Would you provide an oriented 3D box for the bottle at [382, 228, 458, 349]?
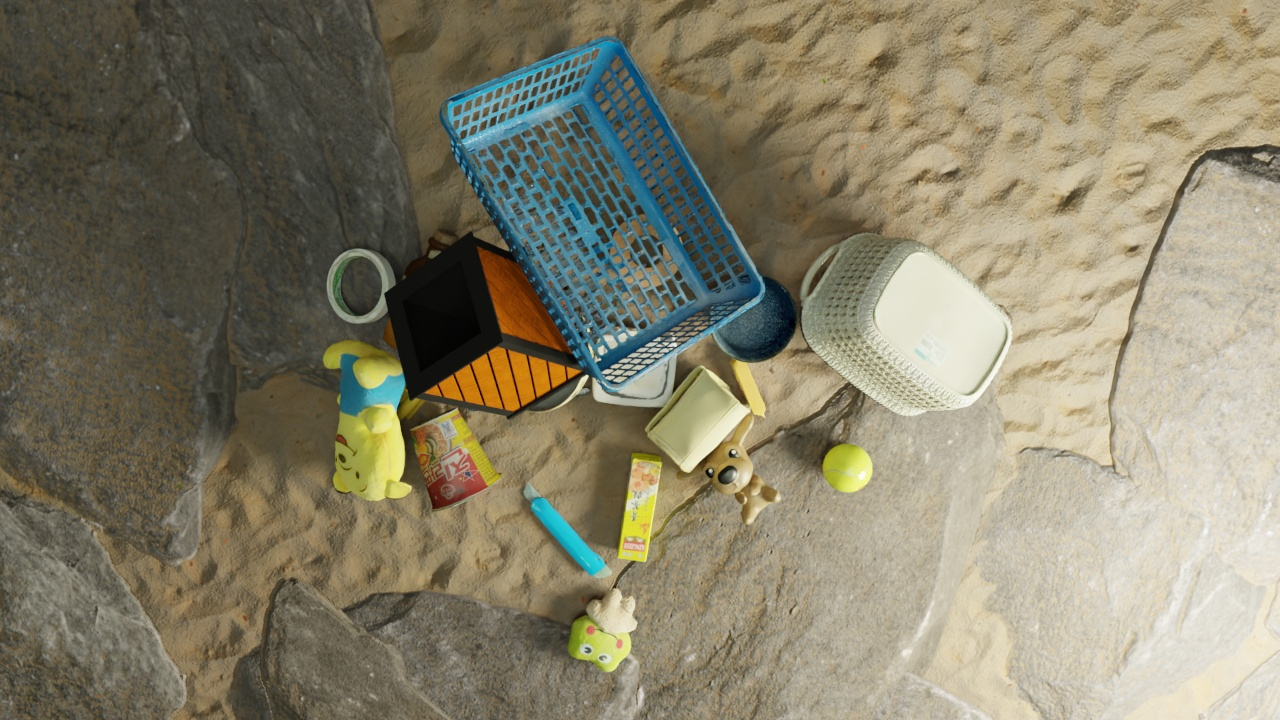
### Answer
[{"bbox_3d":[-0.268,-0.088,1.154,0.068,0.067,0.157,21,102,-8],"label":"bottle"}]

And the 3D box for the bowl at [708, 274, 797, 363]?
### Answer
[{"bbox_3d":[0.142,-0.058,1.185,0.114,0.060,0.114,0,102,-1],"label":"bowl"}]

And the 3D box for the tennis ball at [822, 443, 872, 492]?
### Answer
[{"bbox_3d":[0.279,0.145,1.237,0.065,0.065,0.065,-1,103,-3],"label":"tennis ball"}]

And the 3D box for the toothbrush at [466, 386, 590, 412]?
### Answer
[{"bbox_3d":[-0.149,0.052,1.223,0.167,0.013,0.013,-8,104,-3],"label":"toothbrush"}]

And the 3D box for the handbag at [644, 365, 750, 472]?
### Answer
[{"bbox_3d":[0.075,0.079,1.191,0.081,0.111,0.119,43,95,16],"label":"handbag"}]

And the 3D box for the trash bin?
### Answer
[{"bbox_3d":[-0.174,-0.033,1.075,0.140,0.171,0.139,-30,66,24],"label":"trash bin"}]

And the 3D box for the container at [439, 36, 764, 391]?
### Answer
[{"bbox_3d":[-0.048,-0.166,1.065,0.256,0.089,0.362,-32,93,-28],"label":"container"}]

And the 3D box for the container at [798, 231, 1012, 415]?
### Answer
[{"bbox_3d":[0.333,-0.043,1.143,0.251,0.143,0.184,36,83,-16],"label":"container"}]

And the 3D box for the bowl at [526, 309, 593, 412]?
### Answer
[{"bbox_3d":[-0.108,-0.003,1.169,0.145,0.063,0.145,-7,77,30],"label":"bowl"}]

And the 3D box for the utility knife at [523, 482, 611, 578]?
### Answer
[{"bbox_3d":[-0.104,0.237,1.267,0.031,0.015,0.175,-38,101,3],"label":"utility knife"}]

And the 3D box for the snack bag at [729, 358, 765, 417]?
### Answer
[{"bbox_3d":[0.142,0.033,1.225,0.020,0.026,0.099,-25,105,-2],"label":"snack bag"}]

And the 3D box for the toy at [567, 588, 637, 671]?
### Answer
[{"bbox_3d":[-0.048,0.376,1.289,0.092,0.043,0.118,27,99,-8],"label":"toy"}]

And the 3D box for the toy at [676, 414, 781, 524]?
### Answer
[{"bbox_3d":[0.130,0.156,1.222,0.134,0.105,0.108,-41,91,11],"label":"toy"}]

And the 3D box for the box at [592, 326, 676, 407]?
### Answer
[{"bbox_3d":[-0.006,0.010,1.178,0.107,0.095,0.102,5,104,-6],"label":"box"}]

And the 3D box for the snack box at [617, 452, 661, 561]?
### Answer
[{"bbox_3d":[-0.002,0.201,1.256,0.040,0.029,0.148,8,103,-4],"label":"snack box"}]

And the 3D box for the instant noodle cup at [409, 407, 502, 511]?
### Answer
[{"bbox_3d":[-0.249,0.127,1.197,0.100,0.100,0.112,-23,96,3],"label":"instant noodle cup"}]

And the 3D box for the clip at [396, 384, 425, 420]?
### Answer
[{"bbox_3d":[-0.308,0.049,1.207,0.054,0.047,0.046,-46,126,9],"label":"clip"}]

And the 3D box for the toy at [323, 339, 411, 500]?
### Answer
[{"bbox_3d":[-0.341,0.080,1.161,0.083,0.149,0.214,-12,112,-34],"label":"toy"}]

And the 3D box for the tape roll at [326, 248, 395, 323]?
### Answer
[{"bbox_3d":[-0.352,-0.093,1.155,0.094,0.018,0.094,2,95,21],"label":"tape roll"}]

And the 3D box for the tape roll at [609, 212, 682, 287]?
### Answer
[{"bbox_3d":[0.007,-0.141,1.175,0.094,0.027,0.094,-1,103,-3],"label":"tape roll"}]
